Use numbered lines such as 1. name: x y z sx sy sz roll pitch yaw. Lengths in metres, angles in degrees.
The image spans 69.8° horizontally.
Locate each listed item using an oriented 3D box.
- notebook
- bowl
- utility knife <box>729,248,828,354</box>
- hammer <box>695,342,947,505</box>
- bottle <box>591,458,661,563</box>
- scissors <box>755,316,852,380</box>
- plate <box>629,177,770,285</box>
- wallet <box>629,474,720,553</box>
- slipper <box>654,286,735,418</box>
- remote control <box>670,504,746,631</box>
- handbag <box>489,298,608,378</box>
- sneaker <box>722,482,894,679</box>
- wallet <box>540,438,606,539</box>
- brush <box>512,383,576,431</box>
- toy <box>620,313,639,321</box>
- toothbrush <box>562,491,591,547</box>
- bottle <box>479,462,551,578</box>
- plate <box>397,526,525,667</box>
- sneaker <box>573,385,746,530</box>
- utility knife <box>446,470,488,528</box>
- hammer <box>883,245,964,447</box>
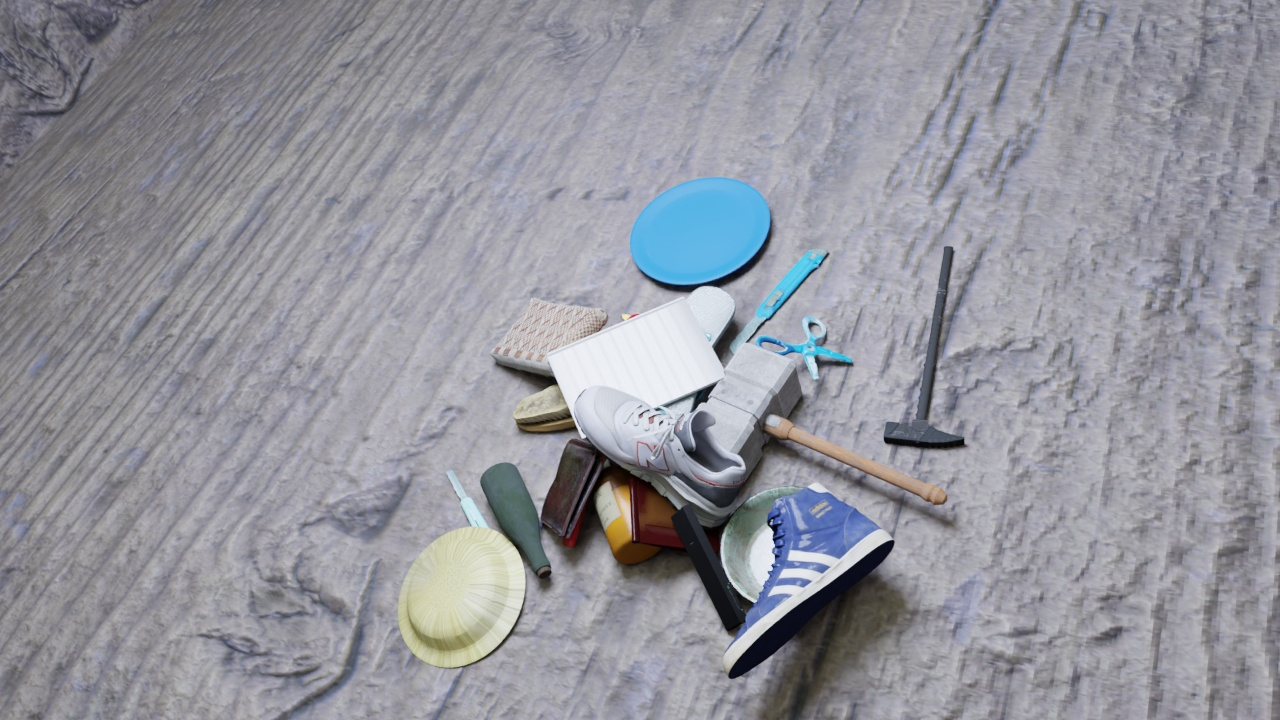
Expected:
1. notebook: -0.007 0.007 1.247 0.209 0.009 0.142 -23 61 -5
2. bowl: 0.176 0.227 1.089 0.158 0.038 0.157 -10 53 13
3. utility knife: 0.199 -0.089 1.330 0.031 0.015 0.221 28 69 38
4. hammer: 0.225 0.107 1.131 0.318 0.083 0.162 23 66 32
5. bottle: -0.026 0.179 1.179 0.068 0.068 0.156 -25 51 1
6. scissors: 0.218 -0.020 1.239 0.139 0.011 0.133 8 42 -8
7. plate: 0.094 -0.200 1.442 0.224 0.024 0.223 -10 53 13
8. wallet: 0.041 0.191 1.132 0.115 0.018 0.091 14 50 -21
9. slipper: 0.049 0.012 1.272 0.098 0.055 0.268 20 66 13
10. remote control: 0.080 0.243 1.082 0.013 0.035 0.150 -15 68 -33
11. handbag: -0.134 -0.033 1.366 0.186 0.047 0.124 12 57 51
12. sneaker: 0.151 0.227 1.011 0.233 0.091 0.118 -36 56 -9
13. wallet: -0.088 0.164 1.190 0.120 0.031 0.099 -67 22 -6
14. brush: -0.093 0.058 1.300 0.196 0.043 0.059 -16 48 17
15. toy: -0.011 -0.026 1.331 0.137 0.067 0.105 -17 55 -1
16. toothbrush: -0.070 0.155 1.249 0.018 0.012 0.212 3 56 22
17. bottle: -0.158 0.214 1.211 0.055 0.055 0.174 -31 52 -4
18. plate: -0.240 0.296 1.180 0.185 0.036 0.184 -10 57 16
19. sneaker: 0.036 0.093 1.108 0.240 0.125 0.088 40 49 3
20. utility knife: -0.235 0.208 1.272 0.022 0.015 0.166 -39 48 -2
21. hammer: 0.395 -0.027 1.213 0.095 0.015 0.324 5 57 23
